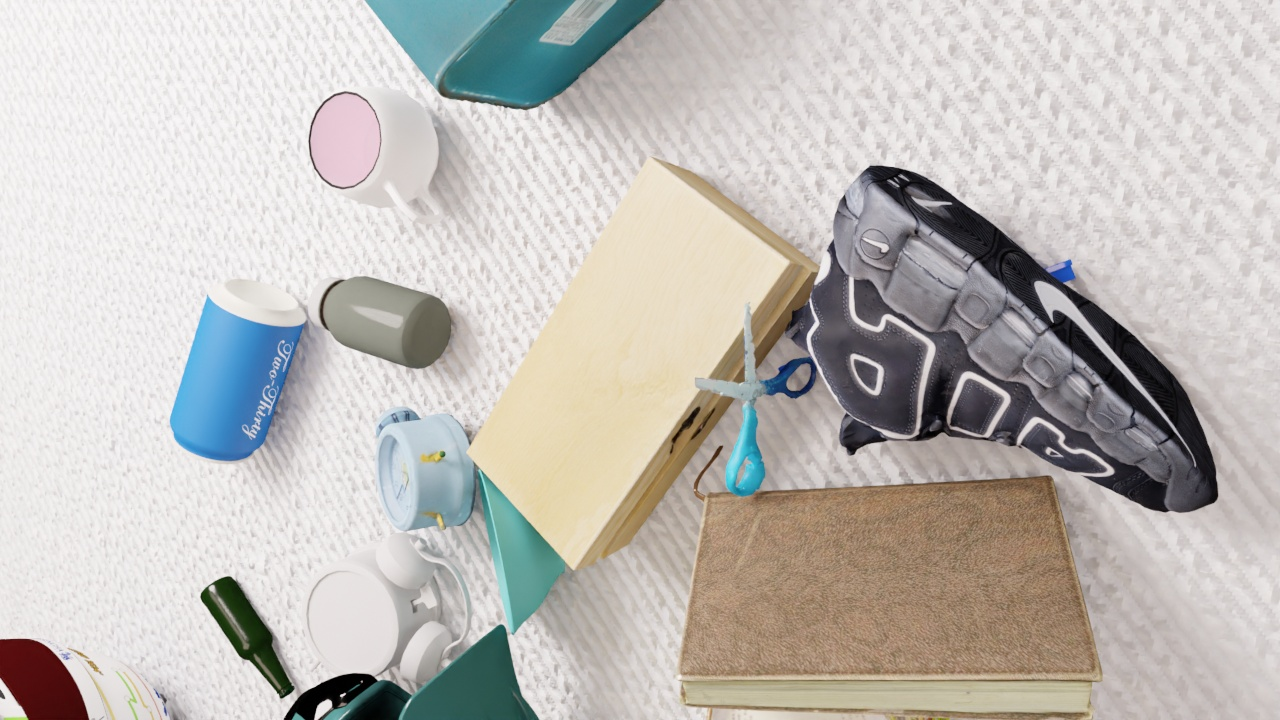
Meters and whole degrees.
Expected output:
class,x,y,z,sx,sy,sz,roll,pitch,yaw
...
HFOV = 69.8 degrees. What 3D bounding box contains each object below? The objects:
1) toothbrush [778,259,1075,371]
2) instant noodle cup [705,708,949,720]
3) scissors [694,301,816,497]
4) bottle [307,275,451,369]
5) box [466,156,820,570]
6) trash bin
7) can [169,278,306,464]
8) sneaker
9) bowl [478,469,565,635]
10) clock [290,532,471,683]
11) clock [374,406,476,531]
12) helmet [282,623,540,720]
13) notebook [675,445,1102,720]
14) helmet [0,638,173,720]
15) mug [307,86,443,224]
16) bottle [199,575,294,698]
class,x,y,z,sx,sy,sz,roll,pitch,yaw
toothbrush,0.171,-0.021,0.567,0.187,0.016,0.011,-22,86,28
instant noodle cup,0.110,0.215,0.567,0.146,0.097,0.146,2,95,26
scissors,0.073,0.018,0.560,0.014,0.126,0.127,16,128,41
bottle,-0.207,-0.033,0.724,0.108,0.060,0.060,16,101,24
box,-0.004,0.004,0.616,0.128,0.091,0.249,40,109,14
trash bin,-0.106,-0.300,0.590,0.197,0.198,0.218,-35,85,25
can,-0.345,0.009,0.785,0.079,0.078,0.146,30,106,21
sneaker,0.183,0.021,0.519,0.252,0.097,0.151,42,126,7
bowl,-0.084,0.134,0.671,0.046,0.121,0.121,-11,89,-14
clock,-0.203,0.202,0.746,0.159,0.061,0.120,-13,88,22
clock,-0.174,0.084,0.713,0.125,0.051,0.089,16,109,52
helmet,-0.140,0.330,0.650,0.201,0.176,0.275,-9,98,28
notebook,0.132,0.115,0.534,0.216,0.189,0.034,-6,127,17
helmet,-0.544,0.375,0.823,0.231,0.235,0.315,11,106,29
mug,-0.189,-0.149,0.697,0.090,0.076,0.124,-43,76,22
bottle,-0.354,0.253,0.835,0.123,0.033,0.033,48,112,14
